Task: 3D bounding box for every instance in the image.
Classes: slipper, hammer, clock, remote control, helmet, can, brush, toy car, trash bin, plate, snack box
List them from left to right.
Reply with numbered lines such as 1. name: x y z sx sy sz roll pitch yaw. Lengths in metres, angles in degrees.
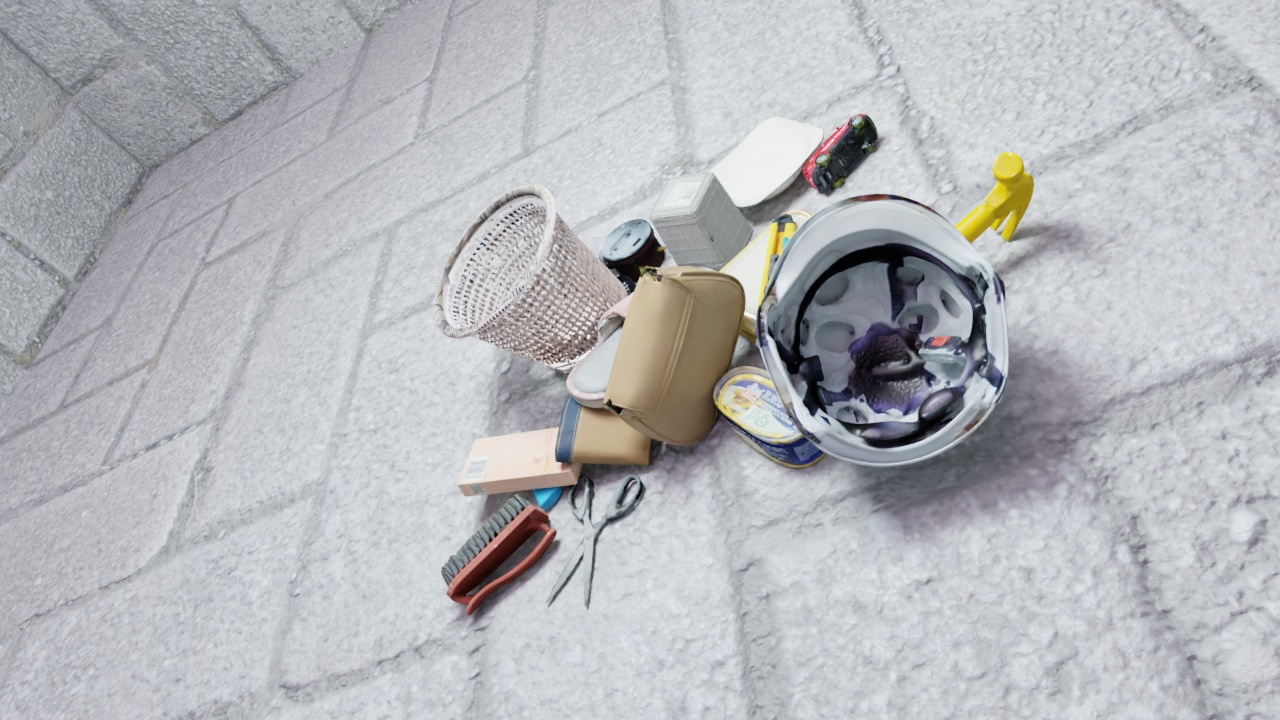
1. brush: -0.167 0.229 1.072 0.145 0.063 0.069 -43 68 -4
2. snack box: -0.145 0.125 1.146 0.157 0.026 0.084 -9 37 19
3. trash bin: -0.130 -0.088 1.223 0.228 0.192 0.227 -28 45 32
4. clock: -0.017 -0.162 1.337 0.082 0.055 0.122 -50 39 -13
5. remote control: -0.016 -0.073 1.273 0.053 0.024 0.136 -37 38 8
6. slipper: 0.007 -0.044 1.159 0.114 0.054 0.273 22 53 36
7. plate: 0.176 -0.274 1.304 0.164 0.034 0.163 -44 34 -4
8. can: 0.140 0.059 0.998 0.074 0.049 0.148 -45 38 -8
9. toy car: 0.267 -0.279 1.228 0.120 0.053 0.045 -45 37 -6
10. helmet: 0.237 -0.017 0.898 0.229 0.146 0.258 -16 68 12
11. hammer: 0.299 -0.090 0.988 0.301 0.128 0.033 -43 60 12

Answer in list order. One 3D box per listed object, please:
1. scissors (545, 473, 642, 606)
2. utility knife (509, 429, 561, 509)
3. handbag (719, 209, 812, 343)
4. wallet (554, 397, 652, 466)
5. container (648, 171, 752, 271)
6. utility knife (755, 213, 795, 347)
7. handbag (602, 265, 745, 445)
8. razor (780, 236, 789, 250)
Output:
1. scissors: -0.058 0.196 1.050 0.178 0.014 0.159 -41 38 -3
2. utility knife: -0.139 0.133 1.173 0.034 0.018 0.162 -40 37 -1
3. handbag: 0.192 -0.078 1.097 0.163 0.063 0.179 -43 53 -4
4. wallet: -0.041 0.085 1.100 0.115 0.033 0.090 1 50 9
5. container: 0.078 -0.186 1.236 0.090 0.114 0.090 0 52 39
6. utility knife: 0.158 -0.094 1.076 0.033 0.015 0.192 2 63 21
7. handbag: 0.034 -0.011 1.045 0.100 0.147 0.204 17 90 48
8. razor: 0.195 -0.090 1.052 0.043 0.028 0.132 -20 62 -17
